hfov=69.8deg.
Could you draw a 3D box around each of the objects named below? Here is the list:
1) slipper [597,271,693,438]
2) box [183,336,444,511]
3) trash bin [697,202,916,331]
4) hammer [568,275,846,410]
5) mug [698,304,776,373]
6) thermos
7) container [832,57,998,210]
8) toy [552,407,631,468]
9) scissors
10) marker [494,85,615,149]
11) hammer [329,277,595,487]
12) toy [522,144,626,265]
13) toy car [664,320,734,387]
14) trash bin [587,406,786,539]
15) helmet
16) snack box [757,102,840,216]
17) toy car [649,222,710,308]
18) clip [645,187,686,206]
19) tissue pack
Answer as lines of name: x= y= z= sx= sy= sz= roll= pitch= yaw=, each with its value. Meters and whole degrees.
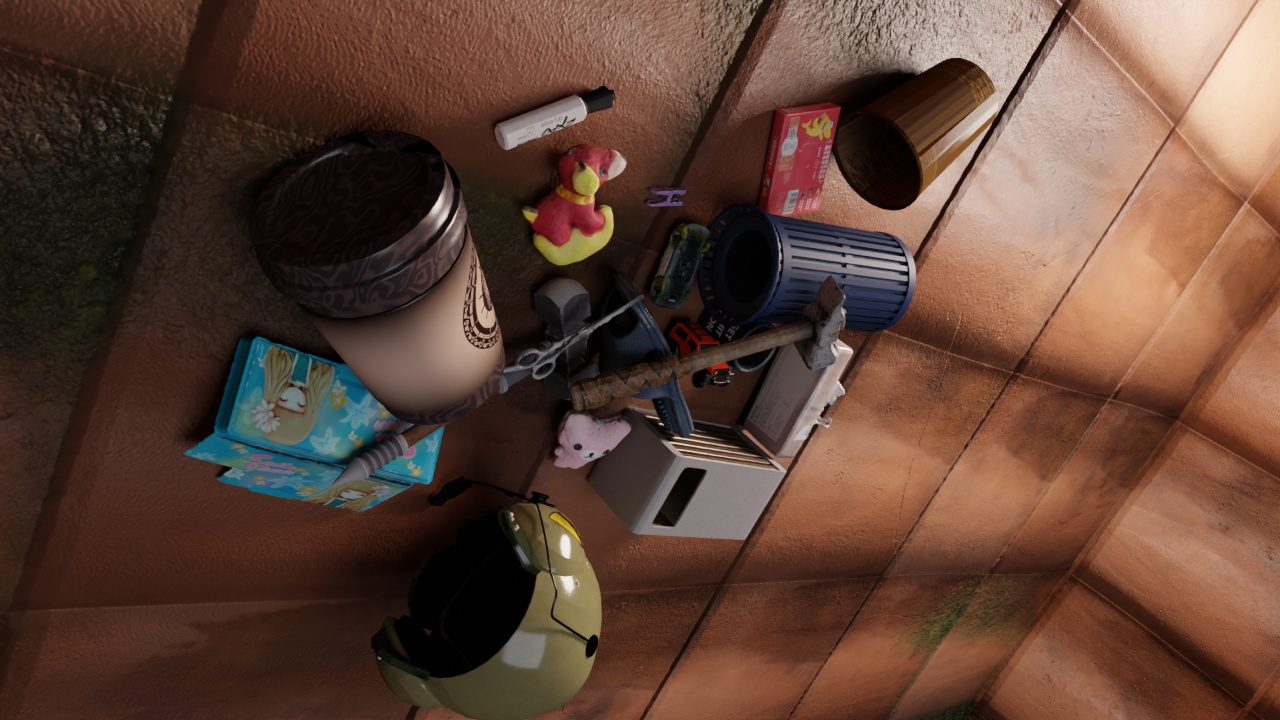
slipper: x=-0.006 y=0.006 z=1.074 sx=0.082 sy=0.101 sz=0.264 roll=-24 pitch=135 yaw=-1
box: x=-0.309 y=0.083 z=0.893 sx=0.227 sy=0.083 sz=0.172 roll=26 pitch=102 yaw=-47
trash bin: x=0.209 y=-0.104 z=1.108 sx=0.249 sy=0.139 sz=0.139 roll=2 pitch=119 yaw=-34
hammer: x=0.077 y=-0.005 z=0.998 sx=0.318 sy=0.049 sz=0.122 roll=-16 pitch=145 yaw=-10
mug: x=0.111 y=-0.020 z=1.155 sx=0.105 sy=0.077 sz=0.071 roll=-52 pitch=138 yaw=5
thermos: x=-0.211 y=-0.060 z=0.804 sx=0.172 sy=0.172 sz=0.226 roll=-34 pitch=143 yaw=-15
container: x=0.341 y=-0.283 z=1.117 sx=0.167 sy=0.132 sz=0.132 roll=-38 pitch=137 yaw=-20
toy: x=-0.069 y=0.098 z=1.118 sx=0.099 sy=0.052 sz=0.096 roll=14 pitch=123 yaw=-41
scissors: x=-0.071 y=-0.027 z=0.938 sx=0.172 sy=0.014 sz=0.090 roll=-41 pitch=151 yaw=11
marker: x=-0.079 y=-0.234 z=0.877 sx=0.125 sy=0.025 sz=0.025 roll=-27 pitch=134 yaw=-21
hammer: x=-0.175 y=0.040 z=0.940 sx=0.321 sy=0.043 sz=0.156 roll=-34 pitch=138 yaw=-34
toy: x=-0.070 y=-0.155 z=0.925 sx=0.105 sy=0.067 sz=0.138 roll=-13 pitch=140 yaw=-30
toy car: x=0.072 y=-0.008 z=1.115 sx=0.051 sy=0.100 sz=0.049 roll=-1 pitch=127 yaw=-42
trash bin: x=0.064 y=0.153 z=1.220 sx=0.228 sy=0.114 sz=0.115 roll=14 pitch=111 yaw=-44
helmet: x=-0.160 y=0.263 z=0.997 sx=0.250 sy=0.255 sz=0.233 roll=-43 pitch=135 yaw=-3
snack box: x=0.188 y=-0.237 z=1.097 sx=0.089 sy=0.021 sz=0.133 roll=-15 pitch=129 yaw=-31
toy car: x=0.044 y=-0.111 z=1.065 sx=0.048 sy=0.033 sz=0.105 roll=9 pitch=110 yaw=-41
clip: x=0.030 y=-0.184 z=1.015 sx=0.053 sy=0.013 sz=0.037 roll=9 pitch=115 yaw=-46
tissue pack: x=0.222 y=0.043 z=1.276 sx=0.071 sy=0.104 sz=0.181 roll=10 pitch=112 yaw=-46
